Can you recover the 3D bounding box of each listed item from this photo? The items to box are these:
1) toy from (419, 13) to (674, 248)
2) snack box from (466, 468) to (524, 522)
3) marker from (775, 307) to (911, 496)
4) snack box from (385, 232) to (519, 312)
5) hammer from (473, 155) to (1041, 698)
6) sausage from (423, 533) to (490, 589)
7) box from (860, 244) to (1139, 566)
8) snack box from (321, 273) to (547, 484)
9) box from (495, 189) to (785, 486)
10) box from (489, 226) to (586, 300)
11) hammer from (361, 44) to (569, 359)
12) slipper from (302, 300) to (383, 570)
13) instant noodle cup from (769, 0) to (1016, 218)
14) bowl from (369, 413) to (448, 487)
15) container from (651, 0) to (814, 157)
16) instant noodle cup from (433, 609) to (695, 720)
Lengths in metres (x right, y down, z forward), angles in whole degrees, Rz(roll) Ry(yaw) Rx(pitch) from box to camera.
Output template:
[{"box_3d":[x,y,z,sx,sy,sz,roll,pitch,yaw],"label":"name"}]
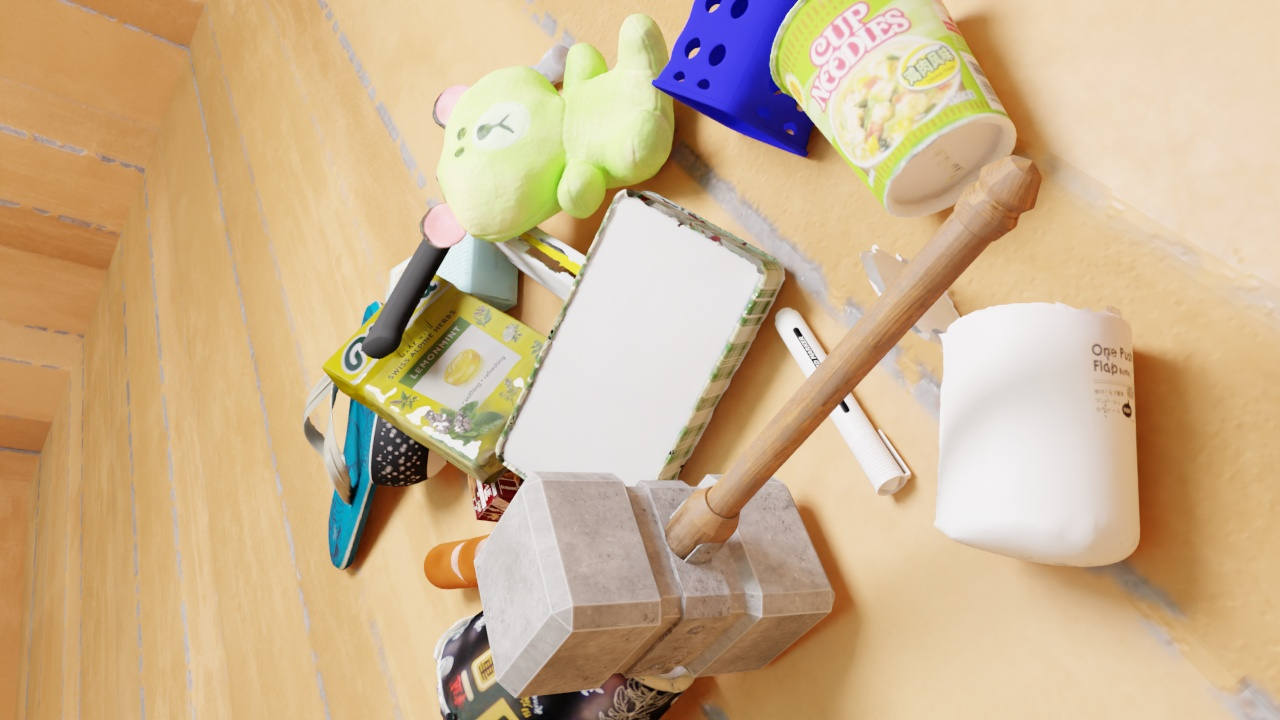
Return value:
[{"box_3d":[-0.063,-0.161,0.680,0.197,0.107,0.150,-12,70,28],"label":"toy"},{"box_3d":[-0.115,0.063,0.738,0.032,0.051,0.140,-47,46,30],"label":"snack box"},{"box_3d":[0.109,0.018,0.510,0.020,0.017,0.133,-25,51,0],"label":"marker"},{"box_3d":[-0.180,-0.068,0.858,0.175,0.053,0.075,-21,63,47],"label":"snack box"},{"box_3d":[0.058,0.037,0.401,0.319,0.162,0.082,-56,41,39],"label":"hammer"},{"box_3d":[-0.114,0.152,0.712,0.165,0.044,0.039,-23,56,45],"label":"sausage"},{"box_3d":[0.153,0.010,0.410,0.126,0.084,0.155,-11,68,55],"label":"box"},{"box_3d":[-0.146,0.008,0.717,0.181,0.045,0.121,28,66,29],"label":"snack box"},{"box_3d":[-0.003,0.003,0.587,0.118,0.050,0.206,31,105,19],"label":"box"},{"box_3d":[-0.065,-0.076,0.710,0.037,0.064,0.210,-49,40,-4],"label":"box"},{"box_3d":[-0.149,-0.132,0.764,0.127,0.029,0.322,-21,39,45],"label":"hammer"},{"box_3d":[-0.291,0.082,0.894,0.118,0.060,0.295,49,129,47],"label":"slipper"},{"box_3d":[0.133,-0.137,0.474,0.099,0.098,0.108,-43,56,34],"label":"instant noodle cup"},{"box_3d":[-0.190,0.055,0.809,0.120,0.066,0.120,-171,92,-85],"label":"bowl"},{"box_3d":[0.079,-0.199,0.562,0.085,0.084,0.114,38,107,47],"label":"container"},{"box_3d":[-0.039,0.181,0.552,0.112,0.137,0.137,-46,46,19],"label":"instant noodle cup"}]
